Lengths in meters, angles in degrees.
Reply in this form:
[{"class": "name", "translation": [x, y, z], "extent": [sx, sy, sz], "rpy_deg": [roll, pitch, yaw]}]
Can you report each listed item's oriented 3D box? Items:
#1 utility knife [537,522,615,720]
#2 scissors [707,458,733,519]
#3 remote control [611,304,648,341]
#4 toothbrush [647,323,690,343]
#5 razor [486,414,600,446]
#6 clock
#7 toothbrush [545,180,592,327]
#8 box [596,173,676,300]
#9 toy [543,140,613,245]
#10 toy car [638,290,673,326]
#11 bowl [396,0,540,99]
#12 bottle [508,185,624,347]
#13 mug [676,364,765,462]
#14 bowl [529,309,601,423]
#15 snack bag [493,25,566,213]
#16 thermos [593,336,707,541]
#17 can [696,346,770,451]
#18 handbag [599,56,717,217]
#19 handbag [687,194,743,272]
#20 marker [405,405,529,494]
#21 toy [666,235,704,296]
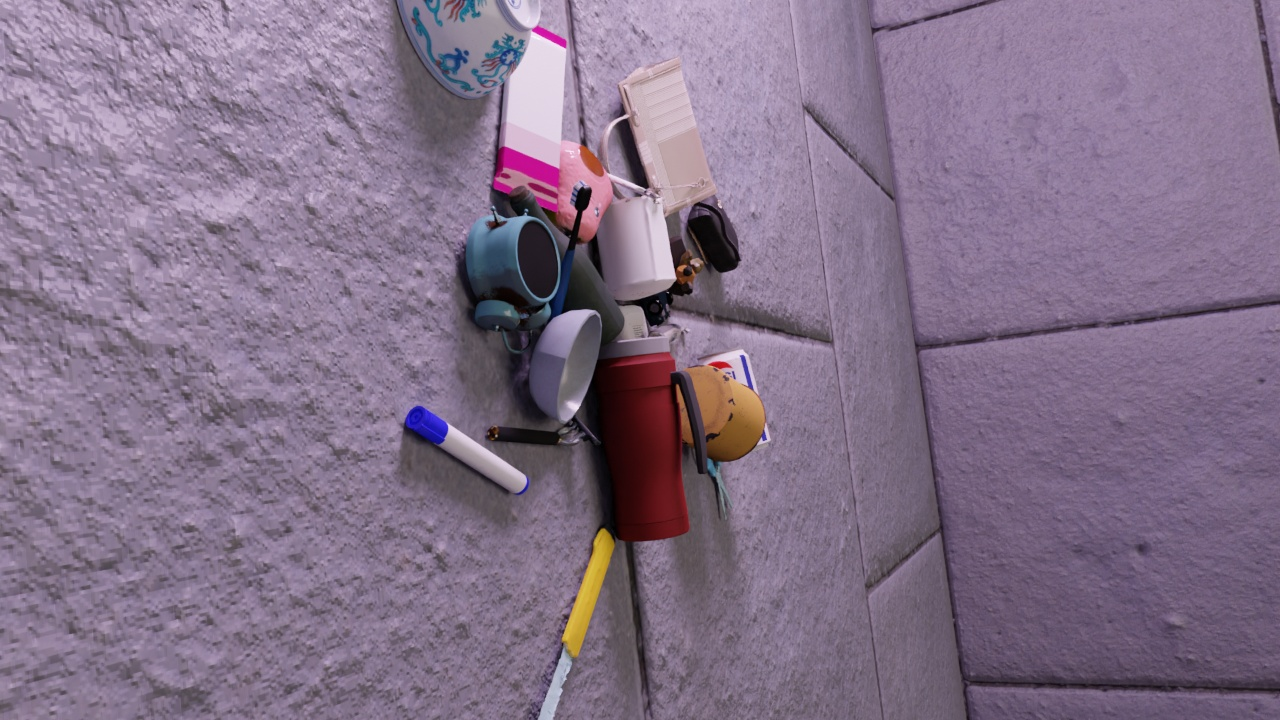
[{"class": "utility knife", "translation": [-0.057, 0.238, 0.840], "extent": [0.030, 0.019, 0.223], "rpy_deg": [59, 28, -28]}, {"class": "scissors", "translation": [0.101, 0.137, 1.209], "extent": [0.111, 0.015, 0.141], "rpy_deg": [-70, 146, -49]}, {"class": "remote control", "translation": [-0.006, 0.006, 1.008], "extent": [0.060, 0.025, 0.138], "rpy_deg": [-12, 90, -64]}, {"class": "toothbrush", "translation": [0.037, -0.032, 1.090], "extent": [0.024, 0.022, 0.185], "rpy_deg": [39, 12, 6]}, {"class": "razor", "translation": [-0.090, 0.067, 0.825], "extent": [0.043, 0.022, 0.144], "rpy_deg": [45, 19, 25]}, {"class": "clock", "translation": [-0.108, -0.068, 0.790], "extent": [0.089, 0.053, 0.124], "rpy_deg": [-15, 99, -64]}, {"class": "toothbrush", "translation": [-0.067, -0.086, 0.822], "extent": [0.014, 0.014, 0.168], "rpy_deg": [-24, 146, -38]}, {"class": "box", "translation": [-0.006, -0.139, 0.985], "extent": [0.080, 0.089, 0.143], "rpy_deg": [-11, 89, -52]}, {"class": "toy", "translation": [-0.064, -0.162, 0.911], "extent": [0.090, 0.051, 0.109], "rpy_deg": [38, 51, -48]}, {"class": "toy car", "translation": [0.008, -0.095, 1.058], "extent": [0.046, 0.034, 0.112], "rpy_deg": [-44, 122, -59]}, {"class": "bowl", "translation": [-0.134, -0.306, 0.785], "extent": [0.144, 0.074, 0.143], "rpy_deg": [30, 55, -58]}, {"class": "bottle", "translation": [-0.075, -0.089, 0.865], "extent": [0.174, 0.055, 0.055], "rpy_deg": [60, 33, -35]}, {"class": "mug", "translation": [0.078, 0.055, 1.099], "extent": [0.123, 0.100, 0.094], "rpy_deg": [48, 10, 33]}, {"class": "bowl", "translation": [-0.072, 0.001, 0.833], "extent": [0.106, 0.039, 0.106], "rpy_deg": [18, 89, -79]}, {"class": "snack bag", "translation": [-0.104, -0.238, 0.874], "extent": [0.070, 0.016, 0.196], "rpy_deg": [16, 66, -37]}, {"class": "thermos", "translation": [0.012, 0.077, 0.930], "extent": [0.083, 0.108, 0.198], "rpy_deg": [-7, 91, -65]}, {"class": "can", "translation": [0.119, 0.054, 1.186], "extent": [0.070, 0.070, 0.132], "rpy_deg": [-9, 84, -64]}, {"class": "handbag", "translation": [0.006, -0.253, 1.101], "extent": [0.197, 0.062, 0.176], "rpy_deg": [-43, 121, -50]}, {"class": "handbag", "translation": [0.106, -0.183, 1.269], "extent": [0.128, 0.054, 0.079], "rpy_deg": [54, 33, -40]}, {"class": "marker", "translation": [-0.134, 0.075, 0.729], "extent": [0.141, 0.020, 0.020], "rpy_deg": [46, 43, -50]}, {"class": "toy", "translation": [0.048, -0.107, 1.099], "extent": [0.100, 0.062, 0.076], "rpy_deg": [-113, -163, -62]}]
